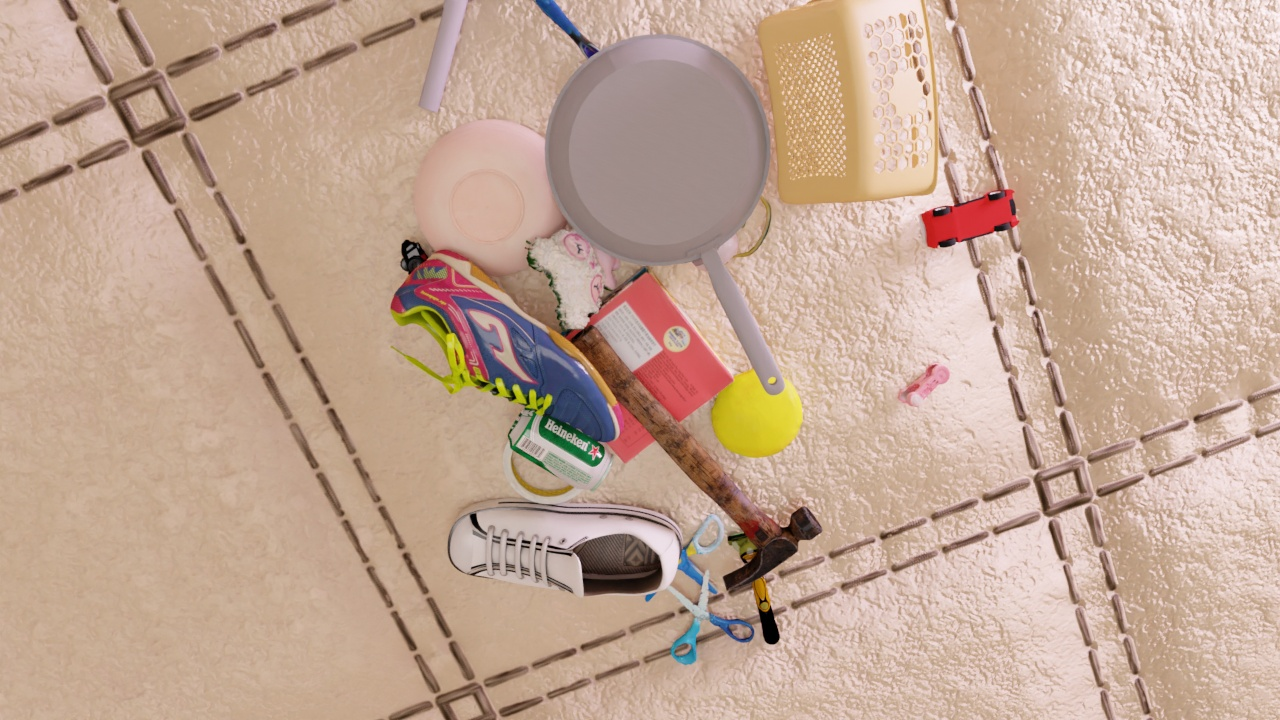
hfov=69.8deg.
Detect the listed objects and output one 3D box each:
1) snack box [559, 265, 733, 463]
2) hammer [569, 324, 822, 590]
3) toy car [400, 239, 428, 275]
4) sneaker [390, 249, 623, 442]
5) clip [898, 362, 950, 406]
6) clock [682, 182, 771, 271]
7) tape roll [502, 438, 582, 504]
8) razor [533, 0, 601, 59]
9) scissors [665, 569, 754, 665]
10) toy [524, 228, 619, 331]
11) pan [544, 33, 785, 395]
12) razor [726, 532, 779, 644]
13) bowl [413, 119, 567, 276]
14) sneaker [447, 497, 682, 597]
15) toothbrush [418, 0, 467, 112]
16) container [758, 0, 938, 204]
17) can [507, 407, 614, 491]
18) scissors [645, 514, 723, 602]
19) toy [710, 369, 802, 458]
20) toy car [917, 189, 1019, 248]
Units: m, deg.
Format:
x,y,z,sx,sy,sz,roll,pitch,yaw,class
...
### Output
x,y,z,sx,sy,sz,roll,pitch,yaw,class
-0.005,0.005,0.917,0.145,0.040,0.142,-38,104,8,snack box
0.040,0.097,0.914,0.120,0.033,0.330,-39,109,10,hammer
-0.204,-0.075,0.888,0.036,0.042,0.092,-22,107,-20,toy car
-0.125,0.008,0.846,0.242,0.116,0.090,41,67,-4,sneaker
0.291,0.027,0.939,0.060,0.045,0.023,-33,108,21,clip
0.049,-0.148,0.866,0.158,0.058,0.117,18,105,-7,clock
-0.095,0.103,0.952,0.094,0.019,0.094,-1,106,-2,tape roll
-0.075,-0.314,0.835,0.141,0.018,0.044,44,99,-13,razor
0.077,0.281,1.009,0.119,0.014,0.129,1,111,-5,scissors
-0.053,-0.088,0.861,0.041,0.108,0.096,-8,115,38,toy
0.052,-0.115,0.826,0.201,0.050,0.356,-27,103,6,pan
0.131,0.250,1.004,0.044,0.021,0.144,-14,108,2,razor
-0.140,-0.146,0.851,0.153,0.076,0.153,-1,106,-3,bowl
-0.080,0.204,0.938,0.245,0.097,0.091,5,105,2,sneaker
-0.168,-0.319,0.830,0.019,0.018,0.188,17,105,-9,toothbrush
0.201,-0.235,0.817,0.166,0.129,0.183,-22,110,-38,container
-0.080,0.086,0.909,0.101,0.053,0.053,32,102,-10,can
0.041,0.211,0.994,0.125,0.013,0.130,43,103,-11,scissors
0.119,0.055,0.937,0.094,0.041,0.095,39,102,-6,toy
0.321,-0.139,0.897,0.089,0.025,0.038,-16,106,2,toy car
